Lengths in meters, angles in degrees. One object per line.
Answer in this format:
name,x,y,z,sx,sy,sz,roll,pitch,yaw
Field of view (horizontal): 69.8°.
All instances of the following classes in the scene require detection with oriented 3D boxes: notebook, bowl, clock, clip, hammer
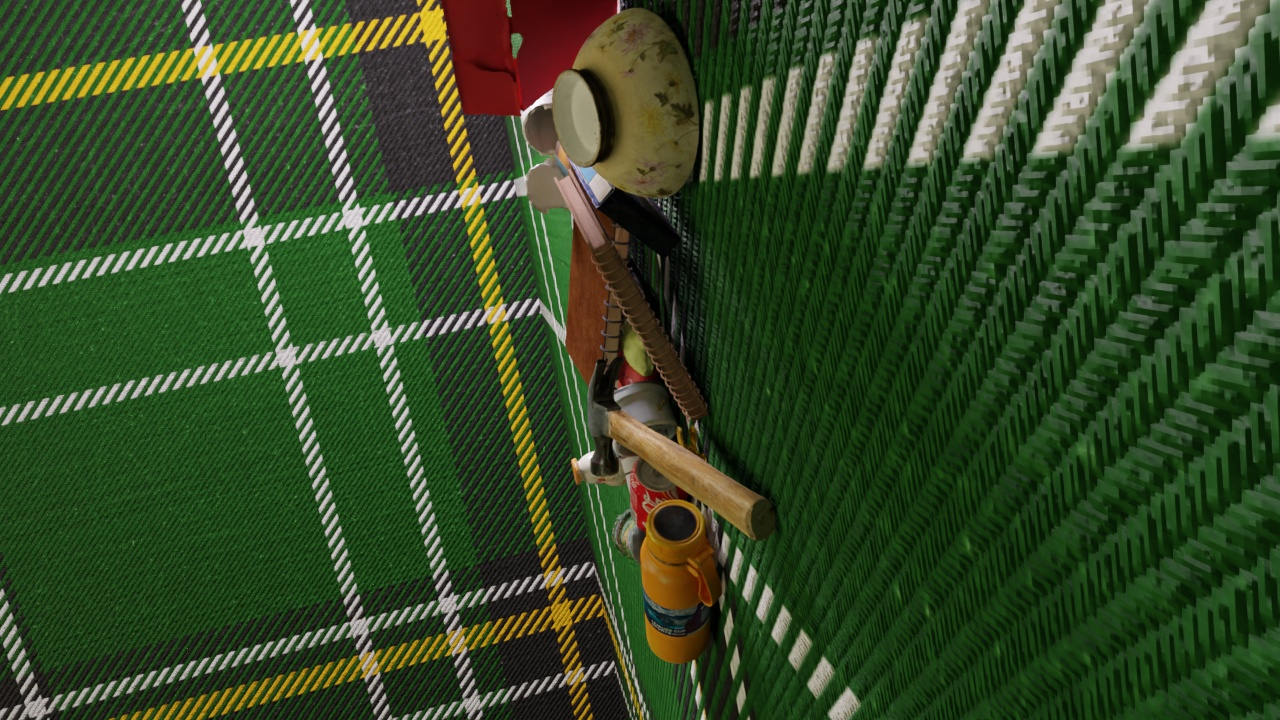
notebook,-0.051,-0.083,1.053,0.167,0.024,0.226,-126,38,-58
bowl,-0.022,-0.187,0.690,0.145,0.063,0.145,37,136,46
clock,-0.003,0.072,1.017,0.118,0.083,0.057,94,156,-58
notebook,-0.007,-0.055,0.828,0.210,0.022,0.169,59,-177,-35
clip,0.045,0.089,0.910,0.049,0.044,0.054,51,169,6
hammer,-0.030,-0.129,1.088,0.323,0.029,0.127,-117,17,-56
hammer,0.022,0.084,0.824,0.331,0.033,0.132,-155,61,-63

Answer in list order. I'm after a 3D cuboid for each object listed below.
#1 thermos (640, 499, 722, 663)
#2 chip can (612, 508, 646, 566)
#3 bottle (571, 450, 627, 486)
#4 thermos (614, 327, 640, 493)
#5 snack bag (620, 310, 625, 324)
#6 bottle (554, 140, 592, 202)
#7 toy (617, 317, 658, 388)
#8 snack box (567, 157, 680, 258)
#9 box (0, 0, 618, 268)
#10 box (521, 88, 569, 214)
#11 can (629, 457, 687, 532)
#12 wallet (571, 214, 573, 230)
thermos,0.047,0.243,0.995,0.233,0.091,0.076,87,-161,-46
chip can,0.009,0.229,1.187,0.223,0.075,0.075,131,126,-79
bottle,-0.036,0.138,1.228,0.063,0.109,0.063,167,91,-80
thermos,-0.011,0.071,1.156,0.052,0.052,0.224,115,142,-76
snack bag,-0.048,-0.037,1.119,0.057,0.013,0.158,69,153,24
bottle,-0.057,-0.219,0.991,0.157,0.068,0.068,-120,20,-64
toy,-0.006,0.006,1.057,0.135,0.045,0.091,100,159,-53
snack box,-0.019,-0.151,0.824,0.082,0.027,0.150,32,-163,-29
box,-0.248,-0.261,0.723,0.141,0.510,0.216,57,164,23
box,-0.104,-0.270,1.106,0.143,0.083,0.137,102,168,-49
can,0.020,0.147,1.026,0.105,0.064,0.064,90,165,-55
wallet,-0.083,-0.240,1.266,0.116,0.032,0.086,95,171,-70
